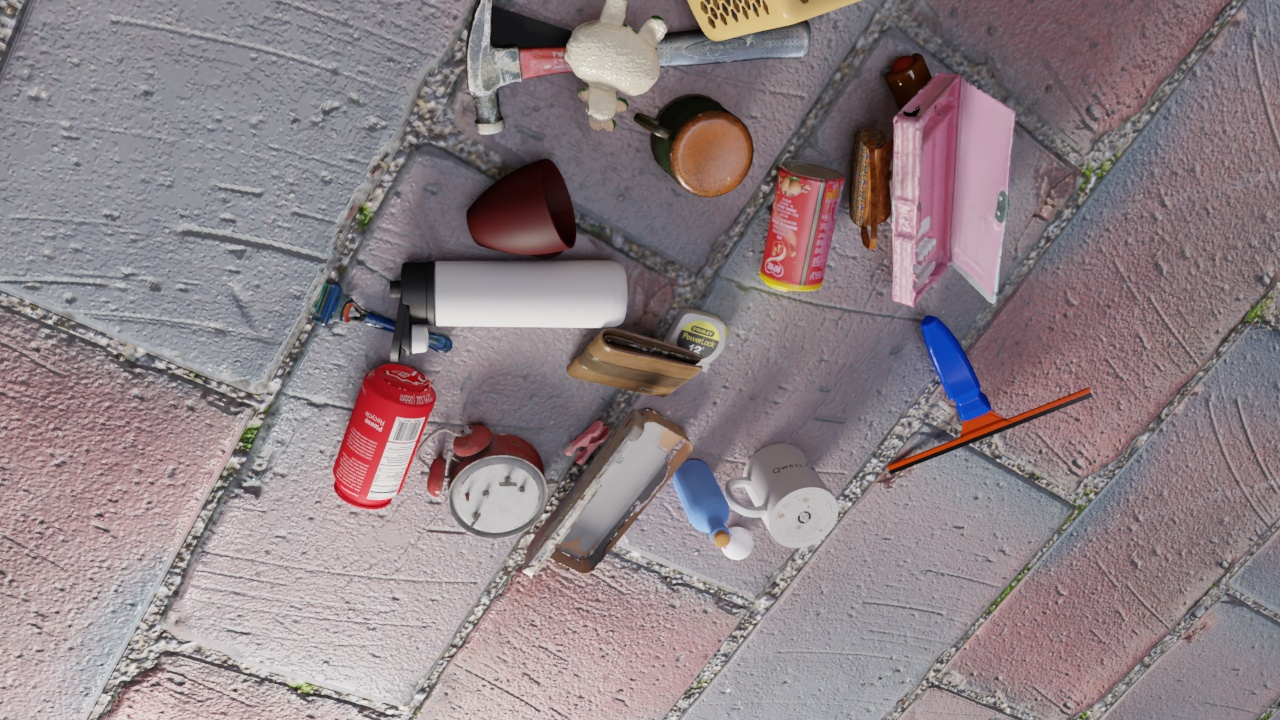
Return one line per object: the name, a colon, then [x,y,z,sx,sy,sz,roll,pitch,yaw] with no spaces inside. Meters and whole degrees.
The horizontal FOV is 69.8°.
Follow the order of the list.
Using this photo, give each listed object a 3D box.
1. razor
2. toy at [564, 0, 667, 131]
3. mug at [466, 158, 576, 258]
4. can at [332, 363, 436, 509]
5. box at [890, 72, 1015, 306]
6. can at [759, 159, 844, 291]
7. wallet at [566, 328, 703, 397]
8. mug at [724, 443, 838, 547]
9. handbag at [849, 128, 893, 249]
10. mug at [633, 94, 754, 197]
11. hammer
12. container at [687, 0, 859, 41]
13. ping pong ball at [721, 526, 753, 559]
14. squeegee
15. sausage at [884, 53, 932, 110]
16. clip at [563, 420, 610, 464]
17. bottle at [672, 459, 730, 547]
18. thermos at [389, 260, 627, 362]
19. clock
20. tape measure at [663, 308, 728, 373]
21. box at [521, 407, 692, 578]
razor: [-0.257,-0.035,0.927,0.141,0.018,0.044,22,85,-24]
toy: [-0.024,-0.264,0.812,0.087,0.050,0.112,11,119,-22]
mug: [-0.114,-0.132,0.888,0.088,0.087,0.114,-13,148,13]
can: [-0.266,0.078,0.950,0.074,0.074,0.143,17,111,-20]
box: [0.317,-0.155,0.910,0.099,0.107,0.233,-43,140,-29]
can: [0.166,-0.138,0.947,0.066,0.066,0.124,1,116,-14]
wallet: [-0.006,0.006,0.976,0.121,0.026,0.099,13,152,-21]
mug: [0.157,0.157,1.075,0.119,0.096,0.083,1,116,-14]
handbag: [0.227,-0.155,0.881,0.043,0.195,0.094,4,120,9]
mug: [0.047,-0.209,0.875,0.111,0.081,0.085,17,111,-20]
hammer: [0.000,-0.295,0.850,0.326,0.036,0.141,-8,119,-10]
container: [0.105,-0.362,0.747,0.129,0.183,0.167,-23,109,-13]
ping pong ball: [0.119,0.225,1.132,0.040,0.040,0.040,-5,117,-11]
squeegee: [0.374,0.019,1.081,0.250,0.055,0.185,-26,120,20]
sausage: [0.297,-0.244,0.941,0.040,0.040,0.155,-35,120,5]
clip: [-0.057,0.096,1.038,0.060,0.023,0.044,-26,123,2]
bottle: [0.074,0.166,1.040,0.048,0.131,0.048,-5,117,-11]
thermos: [-0.130,-0.050,0.912,0.229,0.069,0.101,-1,85,-12]
clock: [-0.172,0.131,1.006,0.156,0.062,0.110,39,103,-26]
tape measure: [0.061,-0.022,1.009,0.064,0.016,0.065,16,111,-20]
box: [-0.037,0.159,1.032,0.114,0.095,0.217,30,107,-28]
